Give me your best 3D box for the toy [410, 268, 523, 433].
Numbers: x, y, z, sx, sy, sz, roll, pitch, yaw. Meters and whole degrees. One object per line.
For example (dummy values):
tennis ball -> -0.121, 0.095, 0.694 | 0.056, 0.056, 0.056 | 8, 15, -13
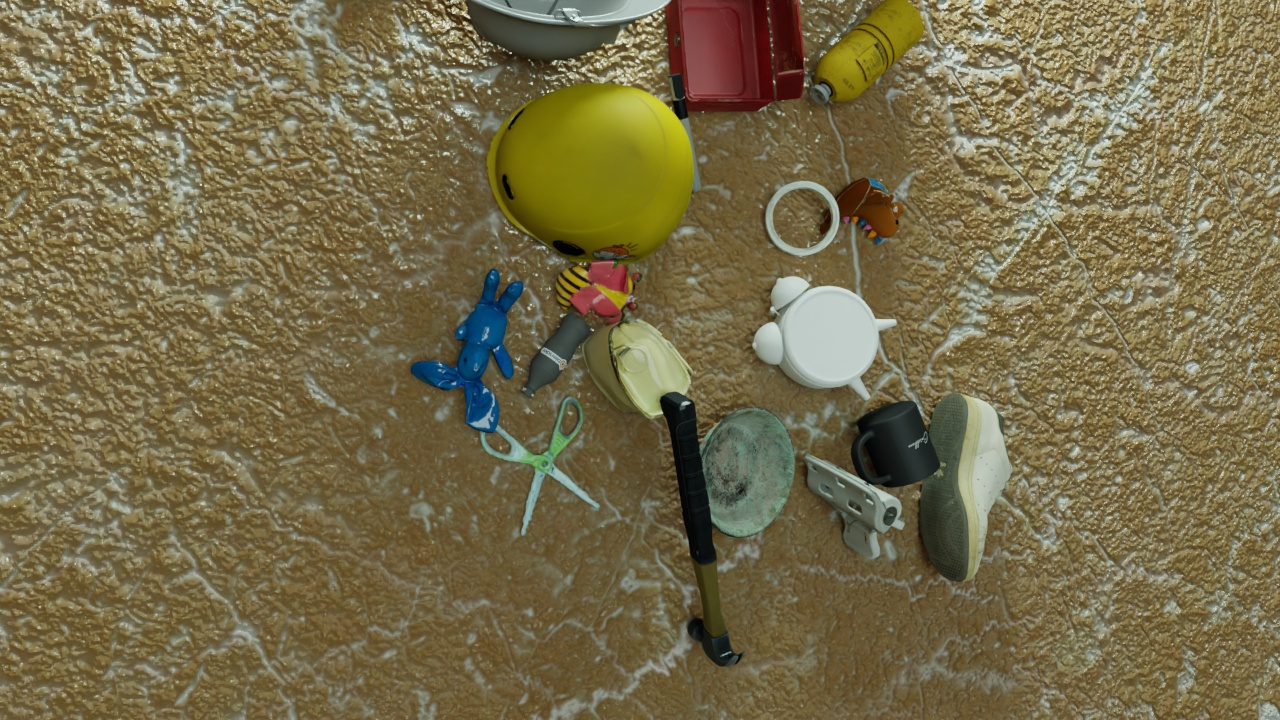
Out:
toy -> -0.187, -0.018, 1.028 | 0.112, 0.071, 0.176 | 20, 94, -13

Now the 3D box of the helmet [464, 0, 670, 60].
helmet -> -0.103, -0.398, 1.041 | 0.270, 0.118, 0.183 | -6, 59, -22

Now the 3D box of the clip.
clip -> 0.269, 0.177, 1.136 | 0.072, 0.125, 0.143 | -44, 125, -10

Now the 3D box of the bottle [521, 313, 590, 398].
bottle -> -0.101, -0.004, 1.067 | 0.036, 0.036, 0.109 | 38, 79, -12

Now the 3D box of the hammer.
hammer -> 0.067, 0.196, 1.024 | 0.025, 0.118, 0.333 | -17, 110, -20

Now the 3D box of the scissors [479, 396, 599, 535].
scissors -> -0.117, 0.120, 1.075 | 0.174, 0.022, 0.171 | 22, 80, -20

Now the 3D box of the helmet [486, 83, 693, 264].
helmet -> -0.046, -0.221, 1.035 | 0.239, 0.140, 0.209 | 7, 87, -16

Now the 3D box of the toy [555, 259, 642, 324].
toy -> -0.048, -0.083, 1.077 | 0.103, 0.046, 0.084 | 3, 128, -13

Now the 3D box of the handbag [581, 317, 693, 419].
handbag -> -0.006, 0.006, 1.053 | 0.081, 0.119, 0.111 | -41, 100, -12

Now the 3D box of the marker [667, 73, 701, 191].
marker -> 0.054, -0.273, 1.106 | 0.016, 0.016, 0.141 | -20, 115, -16

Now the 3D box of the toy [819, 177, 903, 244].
toy -> 0.287, -0.183, 1.189 | 0.103, 0.070, 0.090 | -42, 114, 9

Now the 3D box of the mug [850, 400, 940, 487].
mug -> 0.314, 0.112, 1.161 | 0.113, 0.078, 0.088 | -26, 96, -28

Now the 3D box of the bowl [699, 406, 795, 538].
bowl -> 0.119, 0.132, 1.109 | 0.157, 0.039, 0.157 | -4, 96, -37

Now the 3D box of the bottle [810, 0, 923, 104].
bottle -> 0.282, -0.387, 1.171 | 0.163, 0.071, 0.071 | -43, 100, -13

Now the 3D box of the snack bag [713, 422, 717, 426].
snack bag -> 0.090, 0.127, 1.130 | 0.026, 0.020, 0.099 | 16, 84, -14

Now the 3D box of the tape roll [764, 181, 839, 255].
tape roll -> 0.204, -0.179, 1.160 | 0.093, 0.013, 0.093 | 0, 94, 1

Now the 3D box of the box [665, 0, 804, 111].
box -> 0.110, -0.387, 1.102 | 0.168, 0.153, 0.157 | -6, 88, 14

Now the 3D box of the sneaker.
sneaker -> 0.435, 0.167, 1.203 | 0.102, 0.089, 0.241 | 9, 82, -24

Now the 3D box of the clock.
clock -> 0.226, -0.029, 1.155 | 0.161, 0.073, 0.125 | 23, 82, -8
